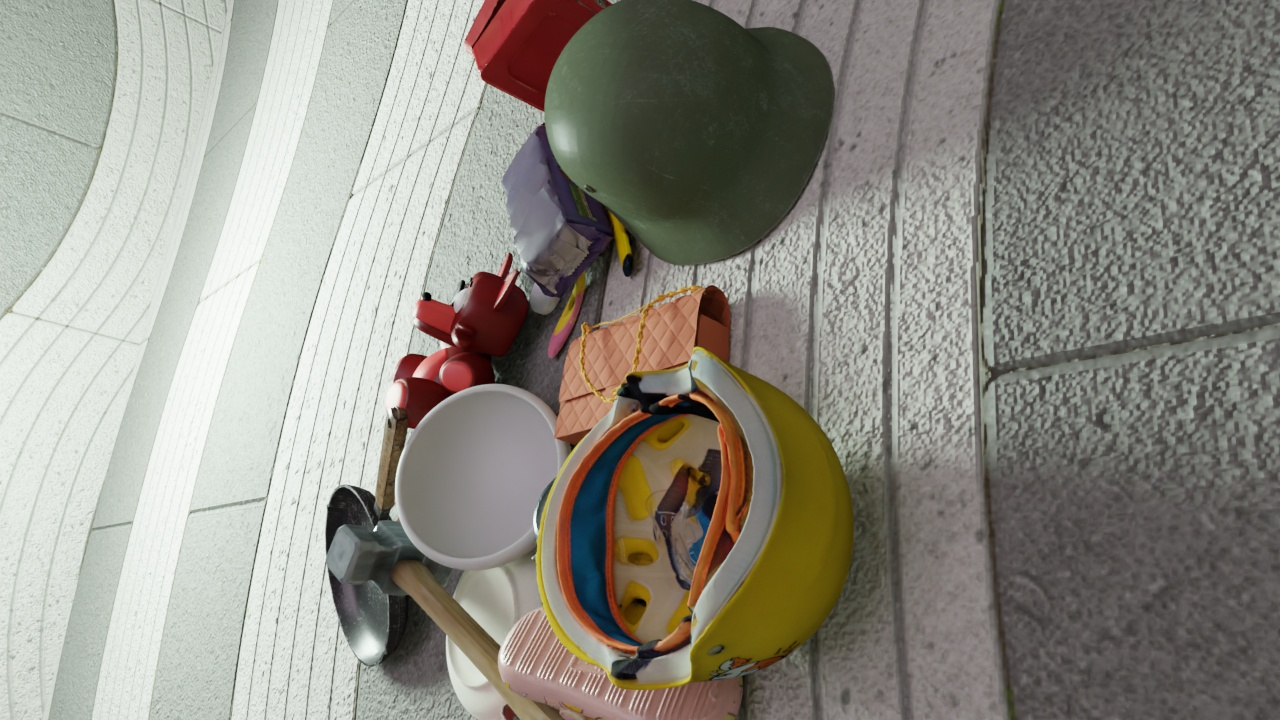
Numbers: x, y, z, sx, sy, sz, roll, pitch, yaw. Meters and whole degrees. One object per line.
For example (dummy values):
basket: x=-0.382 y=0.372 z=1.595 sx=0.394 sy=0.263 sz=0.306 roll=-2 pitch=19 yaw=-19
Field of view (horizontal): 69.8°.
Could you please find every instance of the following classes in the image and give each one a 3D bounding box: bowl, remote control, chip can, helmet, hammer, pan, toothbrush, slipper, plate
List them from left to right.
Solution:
pan: x=-0.280 y=0.179 z=0.983 sx=0.207 sy=0.040 sz=0.358 roll=54 pitch=134 yaw=35
hammer: x=-0.149 y=0.233 z=0.786 sx=0.323 sy=0.117 sz=0.051 roll=28 pitch=97 yaw=43
bowl: x=-0.140 y=0.115 z=0.872 sx=0.177 sy=0.066 sz=0.176 roll=-7 pitch=66 yaw=16
plate: x=-0.137 y=0.248 z=0.862 sx=0.183 sy=0.034 sz=0.182 roll=-23 pitch=58 yaw=43
chip can: x=-0.114 y=0.402 z=0.741 sx=0.073 sy=0.073 sz=0.233 roll=19 pitch=90 yaw=52
remote control: x=-0.083 y=-0.113 z=0.966 sx=0.043 sy=0.013 sz=0.136 roll=25 pitch=94 yaw=52
toothbrush: x=-0.065 y=-0.065 z=0.925 sx=0.021 sy=0.016 sz=0.135 roll=26 pitch=98 yaw=50
slipper: x=-0.012 y=0.239 z=0.681 sx=0.198 sy=0.081 sz=0.093 roll=6 pitch=42 yaw=31
helmet: x=0.008 y=-0.216 z=0.782 sx=0.268 sy=0.153 sz=0.227 roll=23 pitch=92 yaw=51
helmet: x=0.046 y=0.116 z=0.618 sx=0.241 sy=0.139 sz=0.208 roll=-31 pitch=50 yaw=49

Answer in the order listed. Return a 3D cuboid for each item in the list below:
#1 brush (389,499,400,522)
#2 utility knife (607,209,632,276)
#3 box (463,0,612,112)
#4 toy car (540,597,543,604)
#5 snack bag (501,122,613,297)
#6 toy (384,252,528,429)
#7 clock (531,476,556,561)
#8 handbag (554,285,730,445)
brush: x=-0.255 y=0.161 z=1.043 sx=0.173 sy=0.030 sz=0.041 roll=-48 pitch=43 yaw=28
utility knife: x=-0.025 y=-0.145 z=0.902 sx=0.031 sy=0.017 sz=0.155 roll=106 pitch=153 yaw=-50
box: x=-0.079 y=-0.318 z=0.937 sx=0.137 sy=0.157 sz=0.122 roll=-57 pitch=45 yaw=20
toy car: x=-0.047 y=0.208 z=0.771 sx=0.105 sy=0.032 sz=0.048 roll=25 pitch=95 yaw=50
snack bag: x=-0.094 y=-0.163 z=0.941 sx=0.097 sy=0.058 sz=0.205 roll=-48 pitch=42 yaw=28
toy: x=-0.189 y=-0.023 z=0.976 sx=0.197 sy=0.120 sz=0.158 roll=-60 pitch=14 yaw=7
clock: x=-0.031 y=0.128 z=0.760 sx=0.130 sy=0.052 sz=0.090 roll=-19 pitch=45 yaw=22
handbag: x=-0.004 y=0.005 z=0.789 sx=0.172 sy=0.060 sz=0.108 roll=-19 pitch=57 yaw=45
